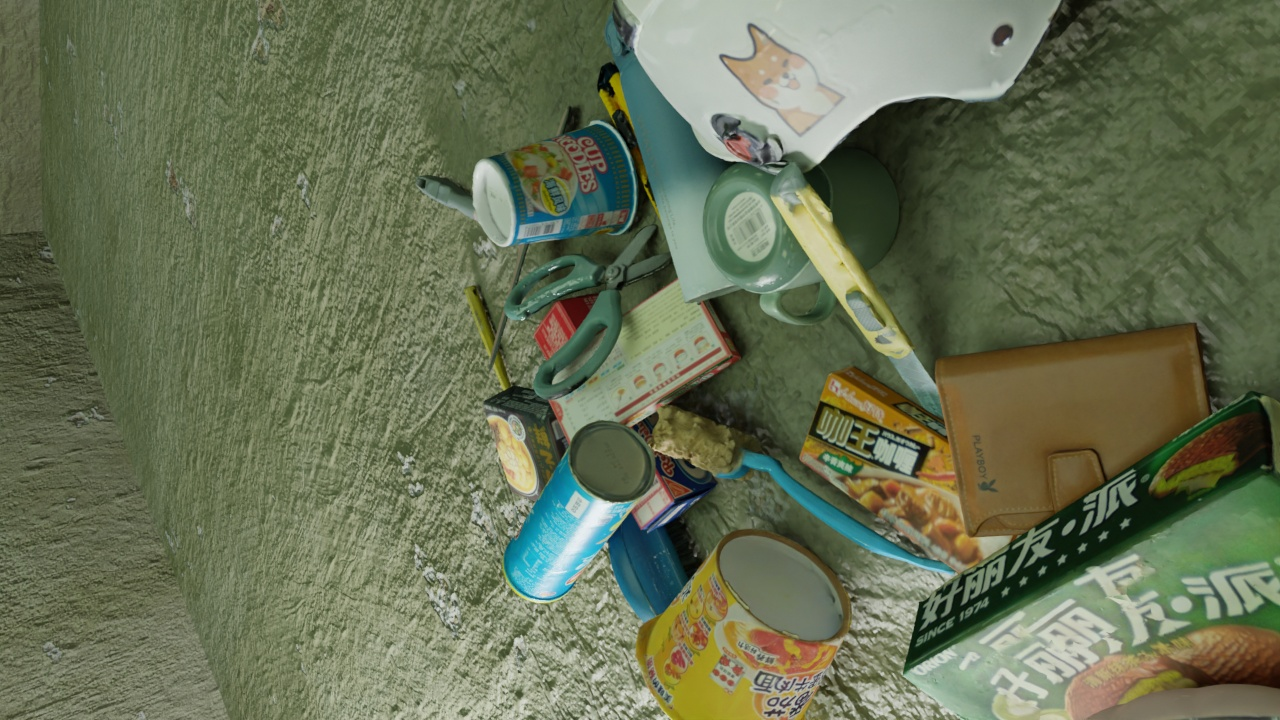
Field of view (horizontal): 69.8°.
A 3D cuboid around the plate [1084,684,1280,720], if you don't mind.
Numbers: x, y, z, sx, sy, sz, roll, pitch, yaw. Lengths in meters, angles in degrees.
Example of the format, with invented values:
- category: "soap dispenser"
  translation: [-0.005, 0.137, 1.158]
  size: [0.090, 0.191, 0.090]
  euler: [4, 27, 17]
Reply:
- category: "plate"
  translation: [0.294, 0.209, 0.440]
  size: [0.192, 0.038, 0.193]
  euler: [11, 133, 12]

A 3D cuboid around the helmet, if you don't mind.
- category: "helmet"
  translation: [0.077, -0.228, 0.464]
  size: [0.275, 0.156, 0.229]
  euler: [2, 73, 49]

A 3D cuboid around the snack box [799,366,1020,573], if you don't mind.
- category: "snack box"
  translation: [0.178, 0.073, 0.599]
  size: [0.154, 0.026, 0.075]
  euler: [36, 126, 37]

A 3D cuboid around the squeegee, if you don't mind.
- category: "squeegee"
  translation: [-0.158, -0.148, 0.912]
  size: [0.250, 0.040, 0.248]
  euler: [32, 109, 46]

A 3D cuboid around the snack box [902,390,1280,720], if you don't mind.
- category: "snack box"
  translation: [0.256, 0.129, 0.467]
  size: [0.114, 0.063, 0.241]
  euler: [37, 134, 0]

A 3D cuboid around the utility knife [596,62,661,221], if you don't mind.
- category: "utility knife"
  translation: [0.003, -0.165, 0.735]
  size: [0.033, 0.015, 0.170]
  euler: [-39, 72, 51]

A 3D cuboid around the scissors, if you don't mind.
- category: "scissors"
  translation: [-0.049, -0.035, 0.743]
  size: [0.171, 0.019, 0.180]
  euler: [-16, 49, 28]

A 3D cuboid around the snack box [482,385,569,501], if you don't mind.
- category: "snack box"
  translation: [-0.084, 0.091, 0.868]
  size: [0.113, 0.053, 0.126]
  euler: [9, 120, 49]

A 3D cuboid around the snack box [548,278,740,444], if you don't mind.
- category: "snack box"
  translation: [-0.004, 0.004, 0.733]
  size: [0.156, 0.027, 0.077]
  euler: [-33, 72, 20]

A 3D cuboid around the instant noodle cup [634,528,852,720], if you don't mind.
- category: "instant noodle cup"
  translation: [0.082, 0.200, 0.675]
  size: [0.138, 0.137, 0.110]
  euler: [44, 123, 32]

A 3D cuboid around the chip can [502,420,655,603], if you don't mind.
- category: "chip can"
  translation: [-0.056, 0.131, 0.760]
  size: [0.071, 0.071, 0.211]
  euler: [57, 144, 20]

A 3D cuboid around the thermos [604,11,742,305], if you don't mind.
- category: "thermos"
  translation: [0.030, -0.153, 0.667]
  size: [0.070, 0.070, 0.220]
  euler: [-19, 88, 50]

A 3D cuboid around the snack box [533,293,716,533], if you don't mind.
- category: "snack box"
  translation: [-0.016, 0.042, 0.792]
  size: [0.058, 0.057, 0.207]
  euler: [-48, 65, 43]

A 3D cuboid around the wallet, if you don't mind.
- category: "wallet"
  translation: [0.235, 0.042, 0.497]
  size: [0.132, 0.031, 0.108]
  euler: [-9, 94, 34]

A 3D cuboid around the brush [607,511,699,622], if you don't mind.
- category: "brush"
  translation: [0.011, 0.179, 0.789]
  size: [0.055, 0.073, 0.143]
  euler: [-34, 74, 40]

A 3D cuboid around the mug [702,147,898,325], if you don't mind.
- category: "mug"
  translation: [0.099, -0.075, 0.582]
  size: [0.082, 0.106, 0.112]
  euler: [15, 113, 45]

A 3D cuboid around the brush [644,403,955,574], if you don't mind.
- category: "brush"
  translation: [0.106, 0.093, 0.664]
  size: [0.255, 0.083, 0.046]
  euler: [27, 87, 34]

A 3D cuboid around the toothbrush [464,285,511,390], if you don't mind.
- category: "toothbrush"
  translation: [-0.144, 0.008, 0.961]
  size: [0.017, 0.015, 0.190]
  euler: [-30, 78, 45]

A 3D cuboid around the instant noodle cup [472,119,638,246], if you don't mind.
- category: "instant noodle cup"
  translation: [-0.073, -0.138, 0.748]
  size: [0.099, 0.109, 0.099]
  euler: [36, 135, 45]

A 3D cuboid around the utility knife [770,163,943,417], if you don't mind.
- category: "utility knife"
  translation: [0.134, -0.033, 0.538]
  size: [0.031, 0.022, 0.212]
  euler: [-2, 142, 50]
